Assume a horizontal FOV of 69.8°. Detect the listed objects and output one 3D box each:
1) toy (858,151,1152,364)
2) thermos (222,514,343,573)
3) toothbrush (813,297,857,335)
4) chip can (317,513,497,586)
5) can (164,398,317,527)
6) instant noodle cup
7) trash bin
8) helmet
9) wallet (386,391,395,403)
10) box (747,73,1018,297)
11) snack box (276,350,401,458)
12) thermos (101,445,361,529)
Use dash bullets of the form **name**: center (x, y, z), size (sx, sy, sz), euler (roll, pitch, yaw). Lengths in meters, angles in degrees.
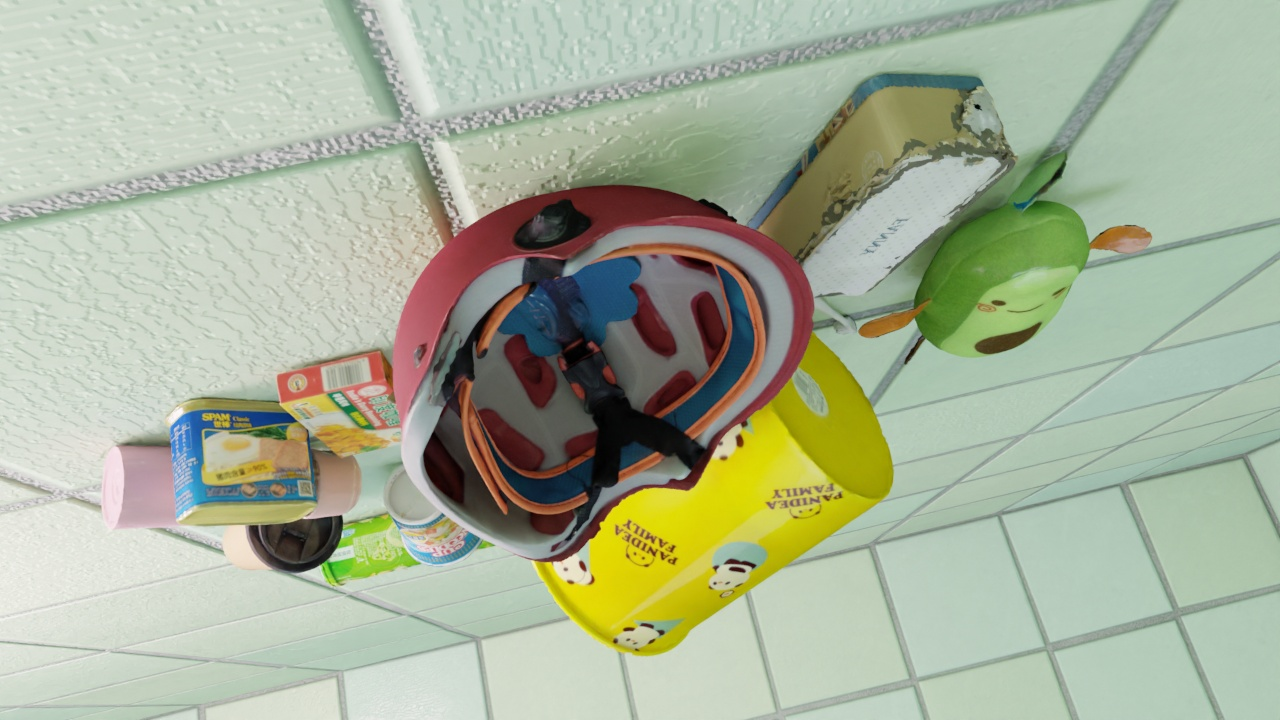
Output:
- **toy**: center (0.279, -0.059, 0.716), size (0.227, 0.090, 0.247), euler (-23, 162, 5)
- **thermos**: center (-0.362, 0.170, 0.914), size (0.093, 0.093, 0.144), euler (4, 162, -41)
- **toothbrush**: center (0.149, -0.045, 0.772), size (0.016, 0.016, 0.180), euler (-17, 161, 26)
- **chip can**: center (-0.273, 0.212, 1.096), size (0.221, 0.072, 0.073), euler (-14, 160, 0)
- **can**: center (-0.304, 0.079, 0.703), size (0.102, 0.083, 0.057), euler (7, 151, -45)
- **instant noodle cup**: center (-0.219, 0.154, 0.960), size (0.099, 0.099, 0.110), euler (-13, 153, -2)
- **trash bin**: center (0.060, 0.100, 0.797), size (0.256, 0.229, 0.229), euler (-37, 151, 30)
- **helmet**: center (-0.035, -0.015, 0.539), size (0.240, 0.144, 0.207), euler (-32, 135, 0)
- **wallet**: center (-0.111, 0.049, 0.666), size (0.119, 0.131, 0.035), euler (18, 104, -48)
- **box**: center (0.137, -0.096, 0.566), size (0.089, 0.061, 0.185), euler (-4, 160, -24)
- **snack box**: center (-0.224, 0.038, 0.729), size (0.077, 0.027, 0.156), euler (-13, 160, -6)
- **thermos**: center (-0.345, 0.104, 0.784), size (0.198, 0.067, 0.087), euler (4, -175, -44)
